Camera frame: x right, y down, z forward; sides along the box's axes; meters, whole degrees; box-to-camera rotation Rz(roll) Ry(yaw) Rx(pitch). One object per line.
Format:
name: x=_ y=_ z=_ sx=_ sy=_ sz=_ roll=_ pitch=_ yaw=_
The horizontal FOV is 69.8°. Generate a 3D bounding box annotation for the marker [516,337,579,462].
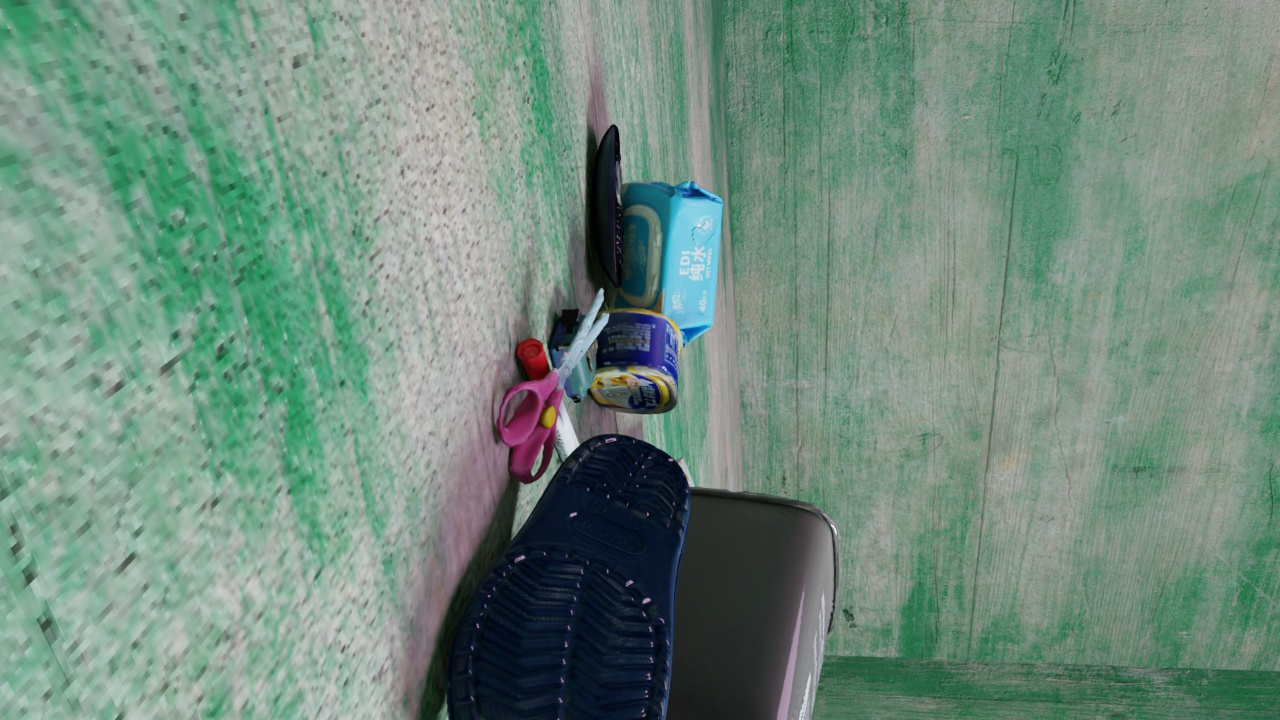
marker: x=-0.055 y=0.035 z=0.598 sx=0.145 sy=0.017 sz=0.017 roll=77 pitch=15 yaw=-53

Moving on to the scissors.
scissors: x=-0.050 y=0.003 z=0.543 sx=0.137 sy=0.017 sz=0.077 roll=-66 pitch=152 yaw=-26

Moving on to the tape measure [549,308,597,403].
tape measure: x=-0.044 y=-0.006 z=0.643 sx=0.058 sy=0.025 sz=0.054 roll=81 pitch=13 yaw=-44

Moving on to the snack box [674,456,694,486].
snack box: x=0.024 y=0.148 z=0.900 sx=0.174 sy=0.052 sz=0.074 roll=-14 pitch=83 yaw=-81

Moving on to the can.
can: x=-0.004 y=0.004 z=0.731 sx=0.148 sy=0.074 sz=0.049 roll=79 pitch=14 yaw=-74

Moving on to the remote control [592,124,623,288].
remote control: x=-0.027 y=-0.127 z=0.758 sx=0.053 sy=0.024 sz=0.136 roll=55 pitch=33 yaw=-79

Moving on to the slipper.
slipper: x=-0.036 y=0.139 z=0.489 sx=0.252 sy=0.105 sz=0.095 roll=-73 pitch=-179 yaw=-54

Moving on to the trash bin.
trash bin: x=0.047 y=0.241 z=0.703 sx=0.219 sy=0.199 sz=0.199 roll=-72 pitch=160 yaw=-47

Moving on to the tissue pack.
tissue pack: x=0.019 y=-0.087 z=0.789 sx=0.090 sy=0.063 sz=0.140 roll=25 pitch=-65 yaw=53
